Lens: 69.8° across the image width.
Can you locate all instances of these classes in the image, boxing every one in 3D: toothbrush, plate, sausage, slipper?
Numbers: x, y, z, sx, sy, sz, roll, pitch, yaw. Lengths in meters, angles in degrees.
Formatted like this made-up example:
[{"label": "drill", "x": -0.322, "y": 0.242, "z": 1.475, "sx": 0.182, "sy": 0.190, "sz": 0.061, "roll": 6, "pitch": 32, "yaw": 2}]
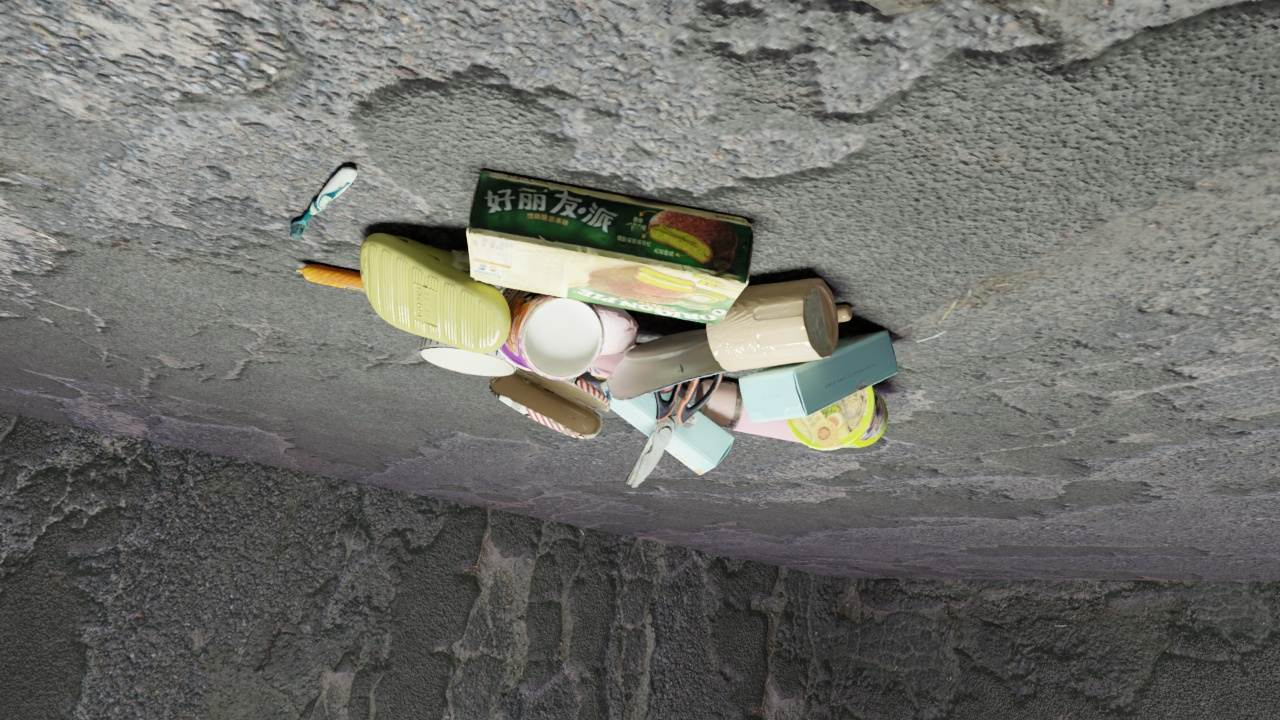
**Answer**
[{"label": "toothbrush", "x": -0.300, "y": -0.144, "z": 0.858, "sx": 0.016, "sy": 0.018, "sz": 0.192, "roll": 19, "pitch": 160, "yaw": -31}, {"label": "plate", "x": 0.040, "y": -0.004, "z": 1.018, "sx": 0.164, "sy": 0.034, "sz": 0.163, "roll": -15, "pitch": -169, "yaw": -3}, {"label": "sausage", "x": -0.306, "y": -0.087, "z": 1.041, "sx": 0.165, "sy": 0.021, "sz": 0.021, "roll": 12, "pitch": 163, "yaw": -9}, {"label": "slipper", "x": -0.195, "y": -0.069, "z": 0.912, "sx": 0.191, "sy": 0.092, "sz": 0.081, "roll": 25, "pitch": -149, "yaw": 24}]

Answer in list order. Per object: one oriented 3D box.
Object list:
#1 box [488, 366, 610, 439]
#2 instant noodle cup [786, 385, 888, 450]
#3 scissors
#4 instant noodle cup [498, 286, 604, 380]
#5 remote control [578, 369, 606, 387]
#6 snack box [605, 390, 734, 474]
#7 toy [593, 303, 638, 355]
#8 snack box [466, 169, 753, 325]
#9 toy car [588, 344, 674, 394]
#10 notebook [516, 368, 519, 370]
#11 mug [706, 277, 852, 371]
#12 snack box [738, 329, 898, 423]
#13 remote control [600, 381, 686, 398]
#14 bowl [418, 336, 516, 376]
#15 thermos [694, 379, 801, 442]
[{"label": "box", "x": -0.115, "y": 0.032, "z": 1.208, "sx": 0.163, "sy": 0.087, "sz": 0.076, "roll": 26, "pitch": -150, "yaw": 12}, {"label": "instant noodle cup", "x": 0.250, "y": 0.062, "z": 1.131, "sx": 0.112, "sy": 0.111, "sz": 0.123, "roll": -2, "pitch": 167, "yaw": 30}, {"label": "scissors", "x": 0.023, "y": 0.072, "z": 1.153, "sx": 0.209, "sy": 0.015, "sz": 0.185, "roll": -29, "pitch": 122, "yaw": 7}, {"label": "instant noodle cup", "x": -0.088, "y": -0.033, "z": 0.912, "sx": 0.111, "sy": 0.111, "sz": 0.099, "roll": 14, "pitch": -173, "yaw": -19}, {"label": "remote control", "x": -0.080, "y": 0.020, "z": 1.251, "sx": 0.056, "sy": 0.020, "sz": 0.136, "roll": 15, "pitch": 162, "yaw": -19}, {"label": "snack box", "x": 0.036, "y": 0.079, "z": 1.220, "sx": 0.175, "sy": 0.051, "sz": 0.074, "roll": 36, "pitch": 160, "yaw": 0}, {"label": "toy", "x": -0.081, "y": -0.035, "z": 1.038, "sx": 0.160, "sy": 0.054, "sz": 0.121, "roll": -4, "pitch": 161, "yaw": 14}, {"label": "snack box", "x": -0.029, "y": -0.095, "z": 0.813, "sx": 0.240, "sy": 0.063, "sz": 0.115, "roll": 9, "pitch": 163, "yaw": -4}, {"label": "toy car", "x": -0.007, "y": 0.007, "z": 1.144, "sx": 0.122, "sy": 0.056, "sz": 0.037, "roll": 16, "pitch": 165, "yaw": -22}, {"label": "notebook", "x": -0.105, "y": -0.001, "z": 1.247, "sx": 0.208, "sy": 0.008, "sz": 0.147, "roll": -7, "pitch": 157, "yaw": 42}, {"label": "mug", "x": 0.141, "y": -0.037, "z": 0.913, "sx": 0.104, "sy": 0.084, "sz": 0.124, "roll": -6, "pitch": -178, "yaw": 36}, {"label": "snack box", "x": 0.188, "y": 0.016, "z": 0.956, "sx": 0.174, "sy": 0.051, "sz": 0.074, "roll": -19, "pitch": -177, "yaw": -40}, {"label": "remote control", "x": 0.007, "y": 0.046, "z": 1.317, "sx": 0.125, "sy": 0.024, "sz": 0.049, "roll": 5, "pitch": 163, "yaw": 6}, {"label": "bowl", "x": -0.203, "y": -0.028, "z": 1.108, "sx": 0.116, "sy": 0.066, "sz": 0.116, "roll": 8, "pitch": 164, "yaw": 2}, {"label": "thermos", "x": 0.173, "y": 0.069, "z": 1.257, "sx": 0.198, "sy": 0.067, "sz": 0.087, "roll": 10, "pitch": -168, "yaw": -8}]
